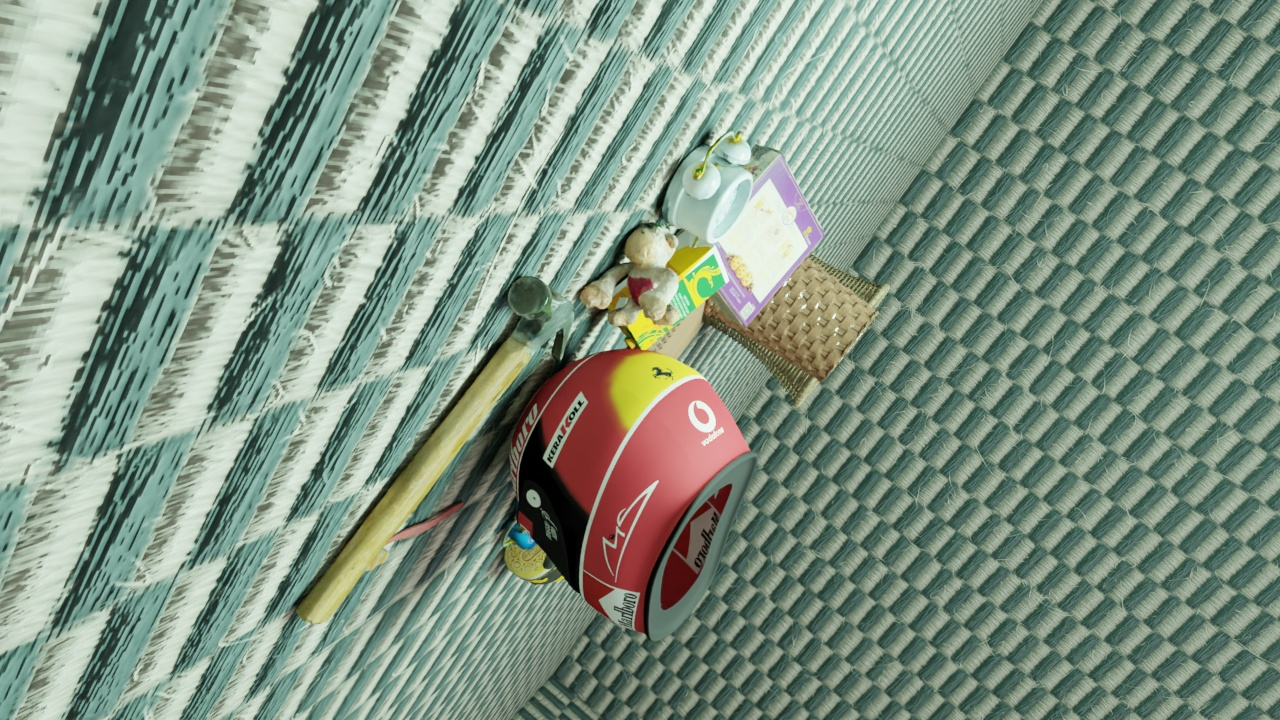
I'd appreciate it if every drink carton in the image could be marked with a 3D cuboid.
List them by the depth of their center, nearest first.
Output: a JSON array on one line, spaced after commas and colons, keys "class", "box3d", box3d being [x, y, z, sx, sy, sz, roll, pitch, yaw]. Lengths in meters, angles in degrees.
[{"class": "drink carton", "box3d": [0.023, -0.068, 0.909, 0.122, 0.041, 0.058, -40, 143, -7]}]

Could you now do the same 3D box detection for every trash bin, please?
[{"class": "trash bin", "box3d": [0.193, -0.076, 1.223, 0.151, 0.210, 0.151, -49, 169, -13]}]

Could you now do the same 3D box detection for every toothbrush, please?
[{"class": "toothbrush", "box3d": [-0.208, 0.159, 0.857, 0.015, 0.016, 0.184, -62, 168, 15]}]

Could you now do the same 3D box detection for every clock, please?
[{"class": "clock", "box3d": [0.064, -0.162, 0.845, 0.083, 0.057, 0.118, -46, 160, -27]}, {"class": "clock", "box3d": [-0.118, 0.187, 1.184, 0.161, 0.060, 0.117, -38, 163, -46]}]

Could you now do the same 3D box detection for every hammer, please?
[{"class": "hammer", "box3d": [-0.165, 0.077, 0.742, 0.330, 0.033, 0.132, -52, 170, 1]}]

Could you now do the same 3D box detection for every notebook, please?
[{"class": "notebook", "box3d": [0.016, 0.004, 1.172, 0.210, 0.022, 0.169, -52, 169, -16]}]

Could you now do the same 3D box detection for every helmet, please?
[{"class": "helmet", "box3d": [-0.021, 0.115, 0.911, 0.197, 0.225, 0.272, -29, 143, -47]}]

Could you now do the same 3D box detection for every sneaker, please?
[{"class": "sneaker", "box3d": [-0.094, 0.231, 1.333, 0.238, 0.086, 0.122, -44, 161, -17]}]

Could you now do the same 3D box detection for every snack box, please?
[{"class": "snack box", "box3d": [0.122, -0.134, 1.010, 0.148, 0.040, 0.143, -49, 136, -6]}]

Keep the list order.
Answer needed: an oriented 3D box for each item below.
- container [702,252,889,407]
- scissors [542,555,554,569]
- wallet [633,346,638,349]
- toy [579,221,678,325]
[{"class": "container", "box3d": [0.228, -0.076, 1.393, 0.226, 0.196, 0.227, -49, 168, -14]}, {"class": "scissors", "box3d": [-0.065, 0.189, 1.131, 0.227, 0.016, 0.224, -51, -173, 41]}, {"class": "wallet", "box3d": [-0.007, 0.007, 1.185, 0.087, 0.013, 0.121, -43, 164, -49]}, {"class": "toy", "box3d": [0.008, -0.080, 0.835, 0.074, 0.085, 0.105, 38, 67, -49]}]
